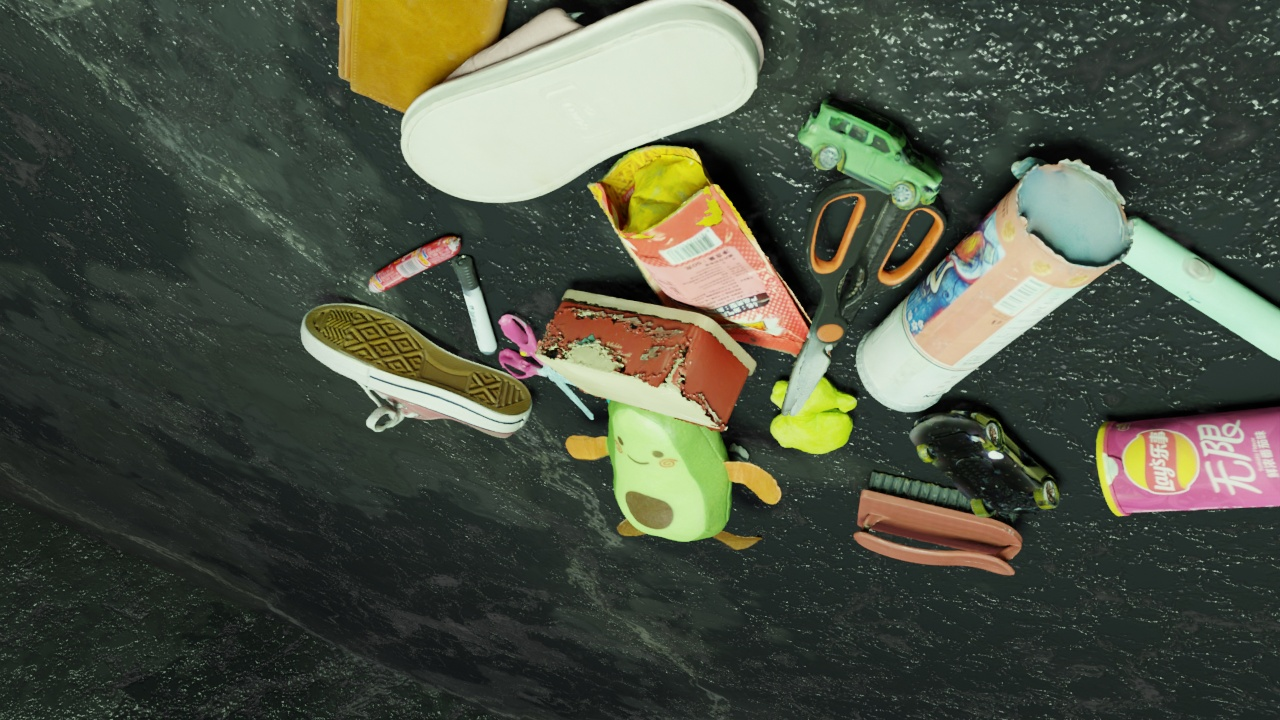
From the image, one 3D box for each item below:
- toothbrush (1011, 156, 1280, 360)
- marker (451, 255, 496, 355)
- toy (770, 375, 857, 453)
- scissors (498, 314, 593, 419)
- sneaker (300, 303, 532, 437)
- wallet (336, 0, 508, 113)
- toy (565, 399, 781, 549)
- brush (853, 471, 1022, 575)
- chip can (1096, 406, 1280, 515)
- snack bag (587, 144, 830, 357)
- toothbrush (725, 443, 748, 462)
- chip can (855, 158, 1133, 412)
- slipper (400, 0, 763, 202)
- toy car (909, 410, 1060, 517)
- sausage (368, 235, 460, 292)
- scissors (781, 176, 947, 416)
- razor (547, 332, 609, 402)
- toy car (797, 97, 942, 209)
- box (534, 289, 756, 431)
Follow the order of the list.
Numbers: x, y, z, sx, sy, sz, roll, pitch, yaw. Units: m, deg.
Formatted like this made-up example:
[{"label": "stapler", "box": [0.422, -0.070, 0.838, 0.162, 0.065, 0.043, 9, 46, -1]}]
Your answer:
[{"label": "toothbrush", "box": [0.315, -0.062, 0.554, 0.224, 0.026, 0.027, 29, 165, -10]}, {"label": "marker", "box": [-0.153, -0.050, 0.852, 0.022, 0.018, 0.131, 37, 153, 25]}, {"label": "toy", "box": [0.152, 0.051, 0.805, 0.097, 0.031, 0.100, -12, 134, 38]}, {"label": "scissors", "box": [-0.094, 0.011, 0.882, 0.133, 0.017, 0.126, 48, 146, -13]}, {"label": "sneaker", "box": [-0.232, 0.026, 0.931, 0.241, 0.118, 0.088, 24, 127, -13]}, {"label": "wallet", "box": [-0.153, -0.214, 0.600, 0.119, 0.035, 0.131, 24, 147, -6]}, {"label": "toy", "box": [0.027, 0.104, 0.866, 0.227, 0.089, 0.247, 7, 134, 24]}, {"label": "brush", "box": [0.275, 0.156, 0.848, 0.146, 0.069, 0.063, 11, 146, 17]}, {"label": "chip can", "box": [0.434, 0.065, 0.625, 0.211, 0.071, 0.071, -12, 134, 40]}, {"label": "snack bag", "box": [0.052, -0.062, 0.677, 0.129, 0.073, 0.208, 5, 152, 35]}, {"label": "toothbrush", "box": [0.039, 0.049, 0.884, 0.181, 0.018, 0.016, 38, 144, -19]}, {"label": "chip can", "box": [0.213, -0.036, 0.584, 0.071, 0.071, 0.215, 23, 154, -1]}, {"label": "slipper", "box": [-0.047, -0.166, 0.579, 0.275, 0.054, 0.114, -11, 147, 38]}, {"label": "toy car", "box": [0.288, 0.085, 0.763, 0.158, 0.042, 0.070, 40, 143, -27]}, {"label": "sausage", "box": [-0.207, -0.086, 0.828, 0.156, 0.020, 0.020, -16, 131, 44]}, {"label": "scissors", "box": [0.125, -0.038, 0.655, 0.136, 0.021, 0.236, 24, 132, -20]}, {"label": "razor", "box": [-0.040, 0.013, 0.865, 0.043, 0.028, 0.132, 19, 150, 46]}, {"label": "toy car", "box": [0.139, -0.124, 0.549, 0.091, 0.043, 0.036, 30, 125, 2]}, {"label": "box", "box": [-0.004, 0.004, 0.736, 0.168, 0.079, 0.091, 13, 161, 44]}]
